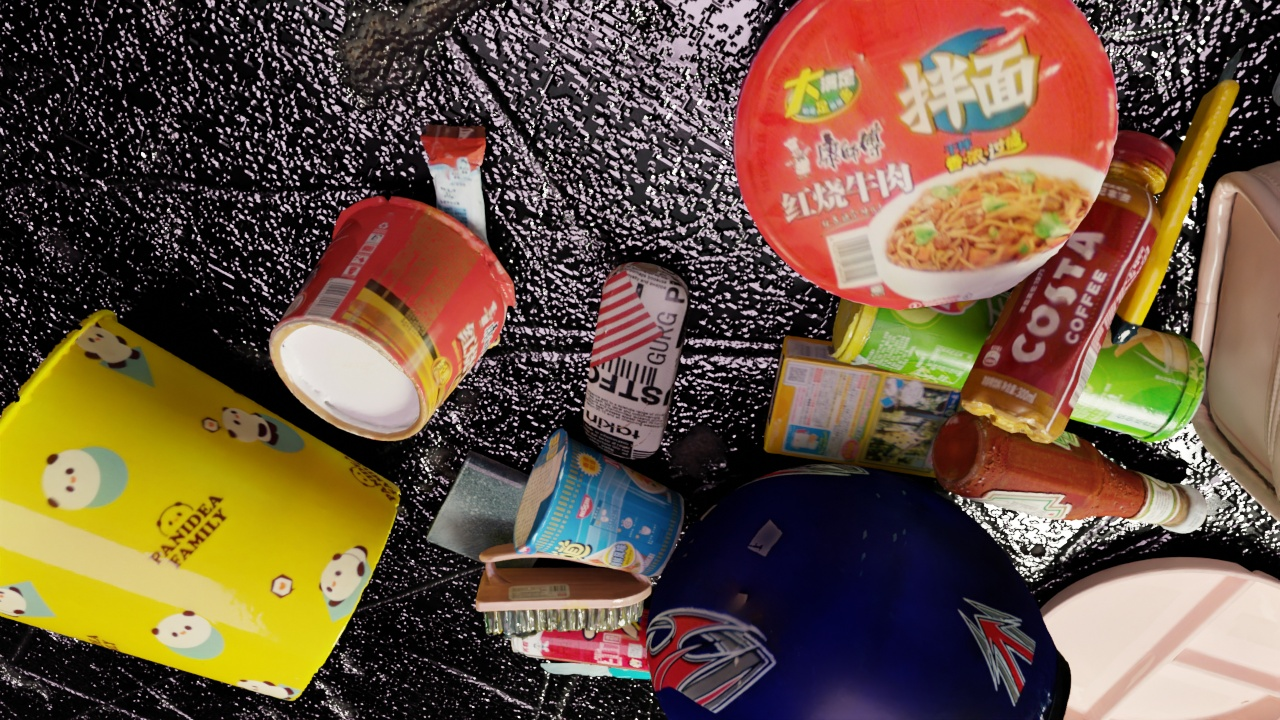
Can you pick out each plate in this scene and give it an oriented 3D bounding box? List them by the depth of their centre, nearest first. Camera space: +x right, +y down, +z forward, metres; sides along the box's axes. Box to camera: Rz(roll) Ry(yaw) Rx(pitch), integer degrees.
[{"bbox_3d":[0.427,0.240,0.746,0.229,0.028,0.230,5,127,7],"label":"plate"}]

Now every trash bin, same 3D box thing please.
[{"bbox_3d":[-0.341,0.121,0.696,0.255,0.229,0.230,30,125,-18],"label":"trash bin"}]

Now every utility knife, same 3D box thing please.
[{"bbox_3d":[0.302,-0.088,0.515,0.015,0.033,0.172,15,111,7],"label":"utility knife"},{"bbox_3d":[0.011,0.291,0.868,0.218,0.013,0.029,-3,126,10],"label":"utility knife"}]

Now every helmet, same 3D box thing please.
[{"bbox_3d":[0.122,0.205,0.658,0.240,0.246,0.316,37,146,2],"label":"helmet"}]

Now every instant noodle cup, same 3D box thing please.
[{"bbox_3d":[0.151,-0.126,0.507,0.194,0.065,0.194,7,120,12],"label":"instant noodle cup"},{"bbox_3d":[-0.168,-0.022,0.604,0.138,0.108,0.138,14,137,13],"label":"instant noodle cup"},{"bbox_3d":[-0.030,0.118,0.710,0.110,0.099,0.099,23,126,-17],"label":"instant noodle cup"}]

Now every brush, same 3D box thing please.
[{"bbox_3d":[-0.063,0.190,0.776,0.145,0.063,0.073,-1,102,-2],"label":"brush"}]

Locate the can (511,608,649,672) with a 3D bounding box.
[{"bbox_3d":[-0.045,0.244,0.821,0.133,0.053,0.053,5,126,7],"label":"can"}]

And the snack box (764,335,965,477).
[{"bbox_3d":[0.163,0.034,0.647,0.140,0.033,0.087,9,126,6],"label":"snack box"}]

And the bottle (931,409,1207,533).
[{"bbox_3d":[0.297,0.082,0.624,0.206,0.059,0.060,15,128,-18],"label":"bottle"}]

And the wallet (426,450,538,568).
[{"bbox_3d":[-0.121,0.135,0.781,0.097,0.019,0.121,25,127,-9],"label":"wallet"}]

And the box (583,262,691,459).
[{"bbox_3d":[-0.005,0.005,0.649,0.068,0.051,0.164,22,129,19],"label":"box"}]

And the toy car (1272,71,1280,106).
[{"bbox_3d":[0.381,-0.141,0.481,0.090,0.034,0.043,13,124,-1],"label":"toy car"}]

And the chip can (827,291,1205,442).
[{"bbox_3d":[0.235,-0.007,0.579,0.221,0.072,0.073,15,126,0],"label":"chip can"}]

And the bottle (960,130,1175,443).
[{"bbox_3d":[0.242,-0.043,0.514,0.057,0.057,0.175,27,88,-9],"label":"bottle"}]

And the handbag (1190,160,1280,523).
[{"bbox_3d":[0.368,0.019,0.472,0.093,0.233,0.193,-6,124,16],"label":"handbag"}]

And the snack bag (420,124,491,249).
[{"bbox_3d":[-0.118,-0.104,0.605,0.048,0.026,0.104,9,128,16],"label":"snack bag"}]
